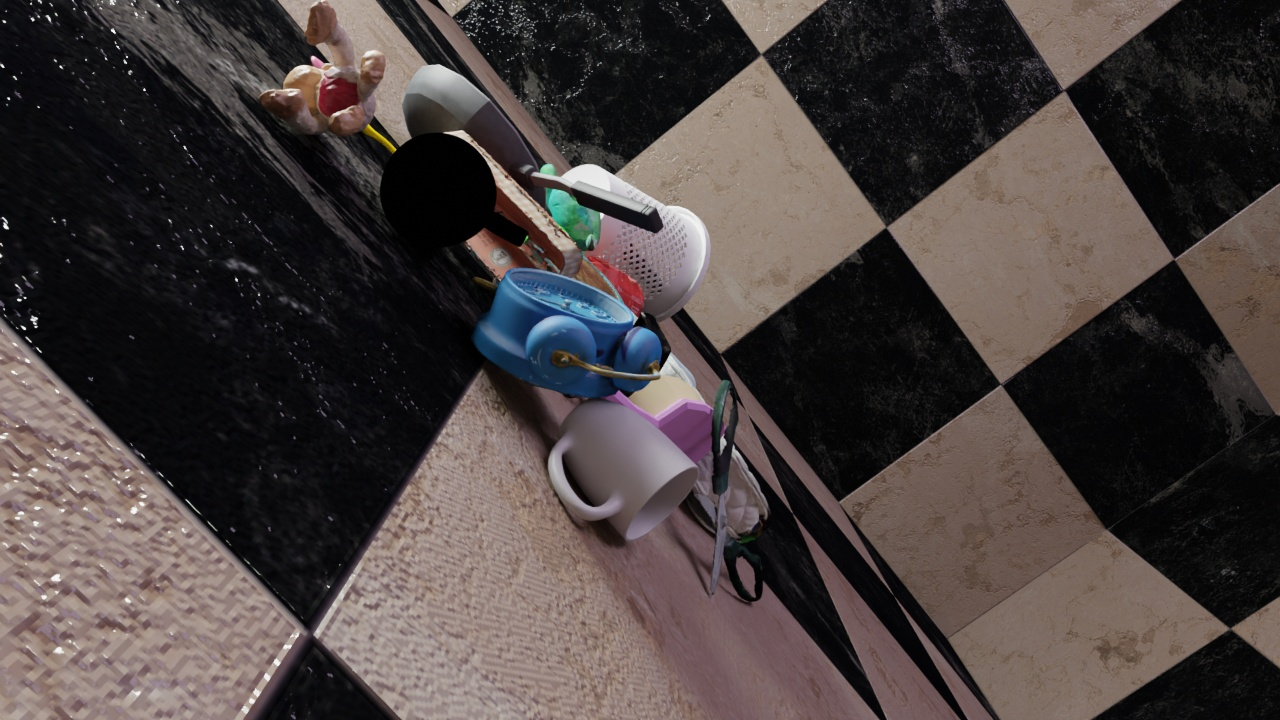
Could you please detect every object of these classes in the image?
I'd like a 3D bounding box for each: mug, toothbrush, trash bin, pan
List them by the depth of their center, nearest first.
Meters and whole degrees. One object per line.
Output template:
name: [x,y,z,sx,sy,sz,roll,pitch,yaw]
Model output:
mug: [-0.025,0.074,0.638,0.089,0.071,0.107,44,32,22]
mug: [-0.140,-0.123,0.723,0.112,0.084,0.104,30,4,-9]
toothbrush: [-0.246,-0.211,0.801,0.135,0.016,0.021,50,9,1]
pan: [-0.110,-0.169,0.838,0.357,0.041,0.179,28,-25,41]
trash bin: [-0.034,-0.178,1.341,0.199,0.196,0.195,29,22,-46]

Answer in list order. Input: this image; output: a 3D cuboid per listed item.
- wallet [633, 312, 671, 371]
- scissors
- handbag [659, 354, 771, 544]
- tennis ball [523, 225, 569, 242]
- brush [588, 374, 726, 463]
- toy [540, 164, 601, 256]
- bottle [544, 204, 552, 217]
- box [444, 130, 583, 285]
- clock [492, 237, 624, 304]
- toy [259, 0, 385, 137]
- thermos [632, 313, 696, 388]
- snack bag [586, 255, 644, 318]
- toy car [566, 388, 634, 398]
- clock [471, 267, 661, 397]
wallet: [-0.005,0.005,0.926,0.026,0.089,0.115,28,15,-17]
scissors: [0.087,0.134,0.843,0.202,0.015,0.201,58,36,-48]
handbag: [0.059,0.095,0.988,0.139,0.072,0.194,57,1,-46]
tennis ball: [-0.107,-0.122,1.013,0.065,0.065,0.065,51,8,-10]
brush: [0.004,0.050,0.801,0.043,0.089,0.228,51,8,28]
toy: [-0.102,-0.173,1.132,0.194,0.072,0.131,12,-51,59]
bottle: [-0.142,-0.172,1.051,0.131,0.061,0.061,45,8,-42]
box: [-0.127,-0.121,0.793,0.187,0.085,0.048,45,31,23]
clock: [-0.066,-0.049,0.869,0.157,0.073,0.121,34,19,-29]
toy: [-0.224,-0.200,0.656,0.074,0.085,0.106,16,1,-23]
thermos: [-0.008,-0.009,1.081,0.207,0.065,0.078,44,11,-46]
snack bag: [-0.043,-0.082,1.152,0.082,0.082,0.176,54,9,13]
toy car: [-0.036,0.012,0.822,0.092,0.037,0.040,10,31,-26]
clock: [-0.050,-0.015,0.664,0.116,0.060,0.161,7,20,-43]
